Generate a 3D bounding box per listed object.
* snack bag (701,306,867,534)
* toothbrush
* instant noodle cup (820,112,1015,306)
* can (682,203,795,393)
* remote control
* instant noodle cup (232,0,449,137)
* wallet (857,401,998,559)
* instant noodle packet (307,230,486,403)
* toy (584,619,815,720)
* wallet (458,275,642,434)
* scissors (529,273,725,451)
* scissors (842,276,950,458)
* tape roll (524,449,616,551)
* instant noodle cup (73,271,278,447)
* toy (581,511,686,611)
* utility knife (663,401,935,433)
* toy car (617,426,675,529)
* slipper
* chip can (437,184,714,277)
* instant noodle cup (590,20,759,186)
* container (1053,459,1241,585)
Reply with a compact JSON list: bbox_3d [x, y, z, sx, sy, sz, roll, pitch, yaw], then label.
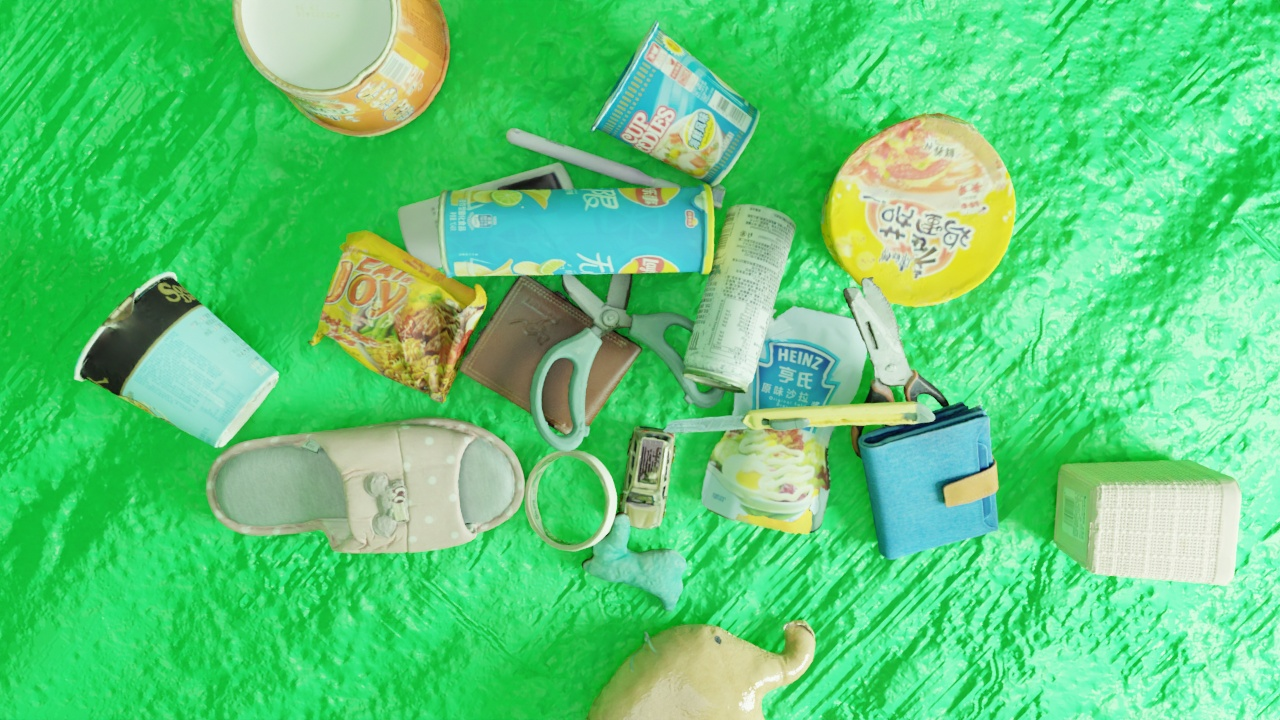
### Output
[{"bbox_3d":[0.123,0.048,0.784,0.110,0.038,0.191,14,96,10],"label":"snack bag"},{"bbox_3d":[-0.021,-0.162,0.766,0.189,0.029,0.021,16,134,-1],"label":"toothbrush"},{"bbox_3d":[0.207,-0.114,0.726,0.138,0.109,0.138,0,97,0],"label":"instant noodle cup"},{"bbox_3d":[0.080,-0.050,0.744,0.058,0.058,0.146,17,83,-2],"label":"can"},{"bbox_3d":[-0.126,-0.120,0.770,0.150,0.021,0.058,-16,97,3],"label":"remote control"},{"bbox_3d":[-0.232,-0.256,0.708,0.151,0.111,0.151,0,97,0],"label":"instant noodle cup"},{"bbox_3d":[0.243,0.104,0.768,0.106,0.040,0.133,-16,123,3],"label":"wallet"},{"bbox_3d":[-0.203,-0.036,0.763,0.128,0.044,0.111,26,107,-1],"label":"instant noodle packet"},{"bbox_3d":[0.049,0.293,0.797,0.226,0.082,0.143,-43,100,2],"label":"toy"},{"bbox_3d":[-0.076,-0.003,0.779,0.124,0.032,0.101,32,92,-7],"label":"wallet"},{"bbox_3d":[-0.005,0.004,0.764,0.179,0.019,0.170,17,85,-9],"label":"scissors"},{"bbox_3d":[0.190,0.020,0.734,0.206,0.015,0.193,18,127,-22],"label":"scissors"},{"bbox_3d":[-0.060,0.119,0.784,0.086,0.013,0.086,-1,89,28],"label":"tape roll"},{"bbox_3d":[-0.370,0.007,0.750,0.120,0.111,0.111,39,95,-10],"label":"instant noodle cup"},{"bbox_3d":[-0.005,0.175,0.797,0.092,0.030,0.097,11,120,2],"label":"toy"},{"bbox_3d":[0.125,0.047,0.747,0.220,0.022,0.031,-1,139,17],"label":"utility knife"},{"bbox_3d":[0.005,0.103,0.792,0.042,0.035,0.090,9,100,1],"label":"toy car"},{"bbox_3d":[-0.237,0.108,0.782,0.274,0.054,0.114,-1,97,1],"label":"slipper"},{"bbox_3d":[-0.050,-0.102,0.727,0.210,0.071,0.071,-1,97,-2],"label":"chip can"},{"bbox_3d":[0.032,-0.197,0.728,0.110,0.099,0.099,30,96,-11],"label":"instant noodle cup"},{"bbox_3d":[0.417,0.133,0.768,0.111,0.090,0.090,1,97,2],"label":"container"}]
